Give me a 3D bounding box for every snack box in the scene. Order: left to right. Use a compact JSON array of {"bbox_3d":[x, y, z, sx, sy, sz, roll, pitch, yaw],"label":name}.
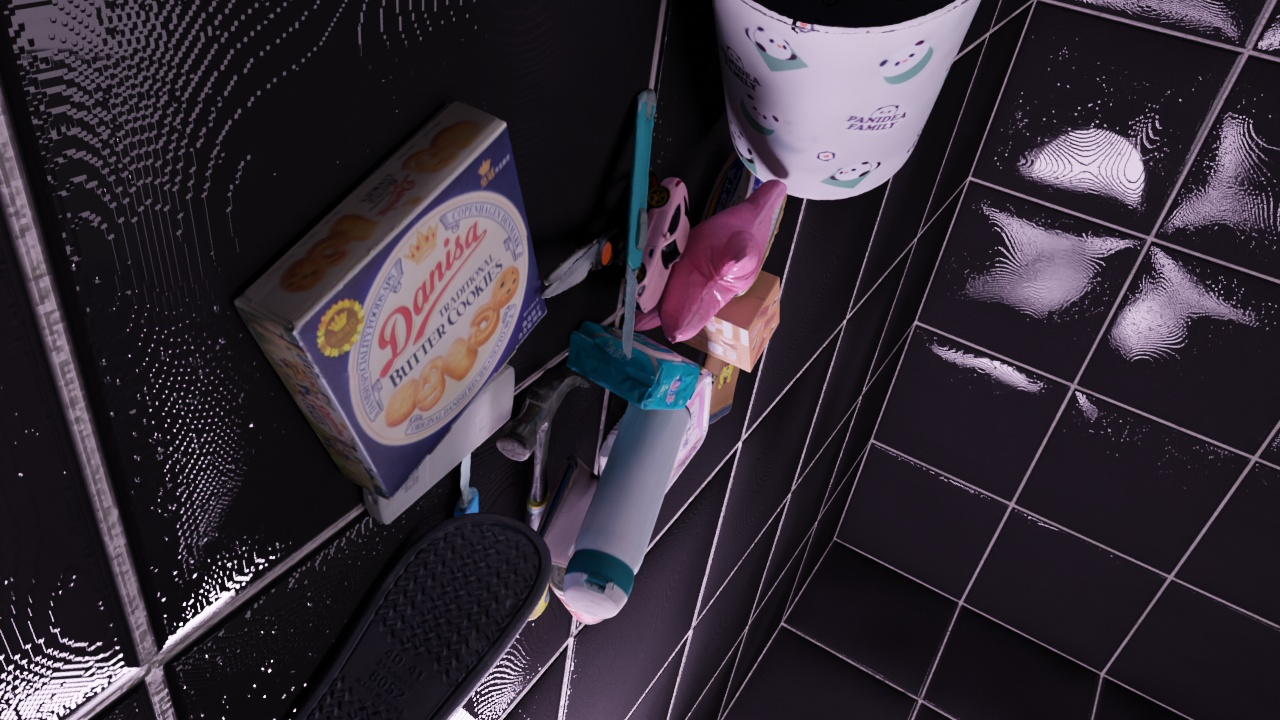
[{"bbox_3d":[-0.137,-0.032,0.566,0.177,0.046,0.183,-54,157,-28],"label":"snack box"},{"bbox_3d":[0.099,-0.056,1.028,0.077,0.093,0.094,-57,157,-21],"label":"snack box"}]

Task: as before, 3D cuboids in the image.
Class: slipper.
[{"bbox_3d":[-0.176,0.234,0.714,0.267,0.110,0.083,-52,173,-18],"label":"slipper"}]

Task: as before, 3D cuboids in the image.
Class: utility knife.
[{"bbox_3d":[-0.149,0.149,0.777,0.034,0.018,0.195,-56,160,-53],"label":"utility knife"},{"bbox_3d":[-0.002,-0.113,0.746,0.029,0.013,0.223,4,90,-61],"label":"utility knife"}]

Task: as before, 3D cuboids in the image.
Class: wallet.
[{"bbox_3d":[-0.069,0.143,0.856,0.122,0.020,0.096,62,48,-72],"label":"wallet"},{"bbox_3d":[0.105,0.022,1.223,0.090,0.033,0.115,-32,138,-53],"label":"wallet"}]

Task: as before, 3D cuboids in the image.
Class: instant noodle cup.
[{"bbox_3d":[0.013,0.092,1.040,0.173,0.060,0.138,-51,155,-34],"label":"instant noodle cup"}]

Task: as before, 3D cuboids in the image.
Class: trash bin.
[{"bbox_3d":[0.166,-0.279,0.778,0.229,0.230,0.252,-58,163,-17],"label":"trash bin"}]

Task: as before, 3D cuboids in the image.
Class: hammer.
[{"bbox_3d":[-0.093,0.135,0.857,0.125,0.032,0.324,-59,164,-44],"label":"hammer"}]

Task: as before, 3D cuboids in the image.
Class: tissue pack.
[{"bbox_3d":[-0.005,0.005,0.853,0.050,0.093,0.133,-63,160,8],"label":"tissue pack"}]

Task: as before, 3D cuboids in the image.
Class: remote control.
[{"bbox_3d":[-0.145,0.057,0.677,0.149,0.021,0.058,-43,153,-45],"label":"remote control"}]

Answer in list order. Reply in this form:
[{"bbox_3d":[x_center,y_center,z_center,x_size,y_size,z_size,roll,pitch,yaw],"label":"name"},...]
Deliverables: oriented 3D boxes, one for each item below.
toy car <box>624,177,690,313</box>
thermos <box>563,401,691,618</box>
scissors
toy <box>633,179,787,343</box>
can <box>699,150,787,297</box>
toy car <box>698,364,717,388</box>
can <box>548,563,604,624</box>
[{"bbox_3d":[0.018,-0.098,0.792,0.056,0.037,0.122,50,55,-68],"label":"toy car"},{"bbox_3d":[-0.013,0.135,0.877,0.073,0.073,0.223,86,20,-52],"label":"thermos"},{"bbox_3d":[-0.030,-0.105,0.732,0.234,0.022,0.143,0,103,-73],"label":"scissors"},{"bbox_3d":[0.052,-0.076,0.855,0.195,0.074,0.178,-33,-158,48],"label":"toy"},{"bbox_3d":[0.101,-0.142,0.949,0.049,0.074,0.148,15,99,-29],"label":"can"},{"bbox_3d":[0.065,0.027,1.124,0.042,0.035,0.090,-65,159,-2],"label":"toy car"},{"bbox_3d":[-0.068,0.257,1.041,0.053,0.053,0.133,-56,158,-21],"label":"can"}]
